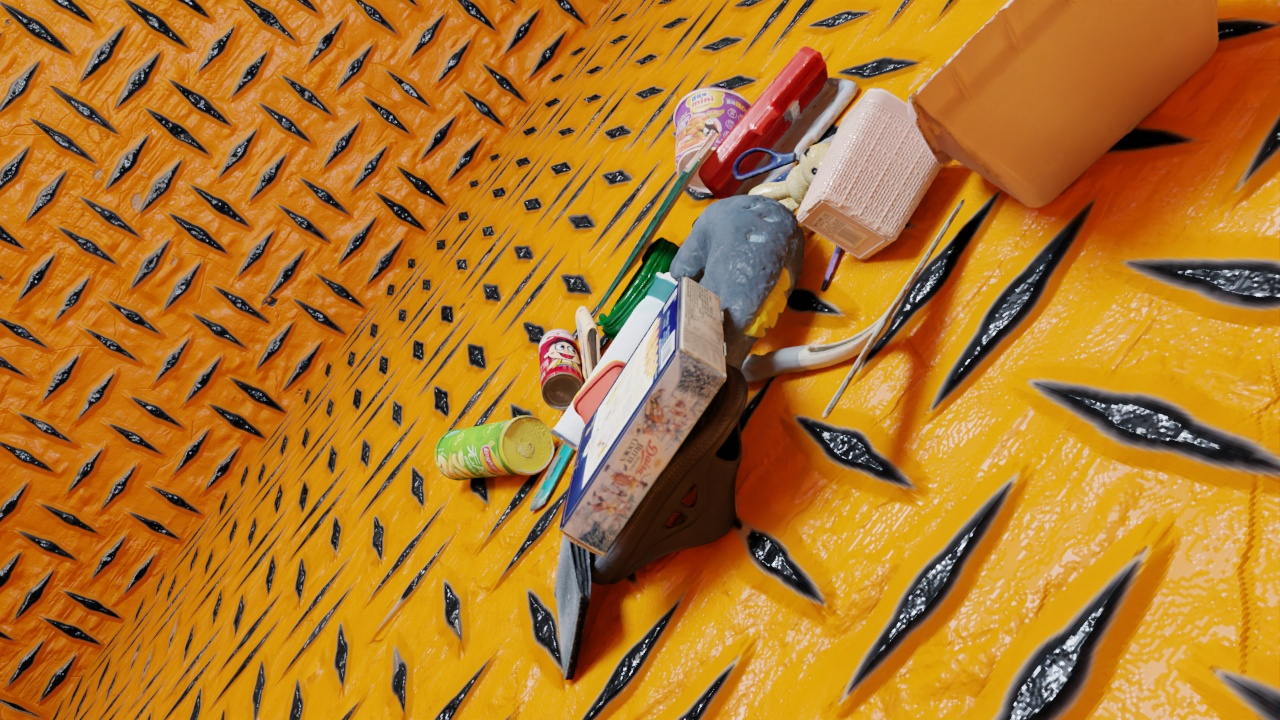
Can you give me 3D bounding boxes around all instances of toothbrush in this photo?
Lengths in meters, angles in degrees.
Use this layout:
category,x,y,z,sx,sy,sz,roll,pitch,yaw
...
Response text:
category,x,y,z,sx,sy,sz,roll,pitch,yaw
toothbrush,0.209,-0.143,0.895,0.014,0.016,0.188,-30,33,63

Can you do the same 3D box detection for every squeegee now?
category,x,y,z,sx,sy,sz,roll,pitch,yaw
squeegee,0.144,-0.008,0.783,0.245,0.039,0.247,-51,14,-31

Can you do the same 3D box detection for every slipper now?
category,x,y,z,sx,sy,sz,roll,pitch,yaw
slipper,0.037,0.109,0.778,0.269,0.083,0.110,-57,11,39

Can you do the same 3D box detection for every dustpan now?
category,x,y,z,sx,sy,sz,roll,pitch,yaw
dustpan,0.280,-0.230,0.654,0.223,0.273,0.138,-42,50,14

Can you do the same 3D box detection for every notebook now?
category,x,y,z,sx,sy,sz,roll,pitch,yaw
notebook,0.020,-0.167,1.093,0.210,0.012,0.150,-55,3,35

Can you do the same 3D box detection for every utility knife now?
category,x,y,z,sx,sy,sz,roll,pitch,yaw
utility knife,-0.088,0.105,1.071,0.029,0.013,0.161,-9,48,55

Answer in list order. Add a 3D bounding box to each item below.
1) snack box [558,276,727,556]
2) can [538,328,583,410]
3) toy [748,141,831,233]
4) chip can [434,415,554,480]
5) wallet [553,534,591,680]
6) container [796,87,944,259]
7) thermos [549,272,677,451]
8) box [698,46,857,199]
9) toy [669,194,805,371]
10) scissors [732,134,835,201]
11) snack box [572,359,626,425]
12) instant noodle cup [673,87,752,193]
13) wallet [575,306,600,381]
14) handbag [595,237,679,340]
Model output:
category,x,y,z,sx,sy,sz,roll,pitch,yaw
snack box,0.004,0.038,0.754,0.183,0.046,0.177,-58,9,21
can,-0.104,0.009,1.187,0.053,0.053,0.132,-45,24,15
toy,0.166,-0.184,0.959,0.158,0.066,0.105,-19,46,61
chip can,-0.193,0.115,1.175,0.222,0.072,0.072,-15,43,55
wallet,-0.061,0.208,0.819,0.120,0.019,0.097,-106,24,-61
container,0.203,-0.160,0.811,0.110,0.090,0.090,-59,3,-10
thermos,-0.006,0.006,0.999,0.224,0.073,0.073,-56,24,-8
box,0.170,-0.260,1.089,0.201,0.091,0.094,-50,-20,5
toy,0.098,-0.101,0.916,0.138,0.091,0.355,-44,22,19
scissors,0.182,-0.211,1.012,0.173,0.128,0.012,11,17,30
snack box,-0.013,0.059,0.911,0.082,0.091,0.080,-46,31,17
instant noodle cup,0.092,-0.280,1.188,0.112,0.111,0.099,-28,40,42
wallet,-0.062,-0.013,1.129,0.115,0.024,0.087,-125,33,-71
handbag,0.005,-0.079,1.096,0.131,0.068,0.120,-58,19,-12
